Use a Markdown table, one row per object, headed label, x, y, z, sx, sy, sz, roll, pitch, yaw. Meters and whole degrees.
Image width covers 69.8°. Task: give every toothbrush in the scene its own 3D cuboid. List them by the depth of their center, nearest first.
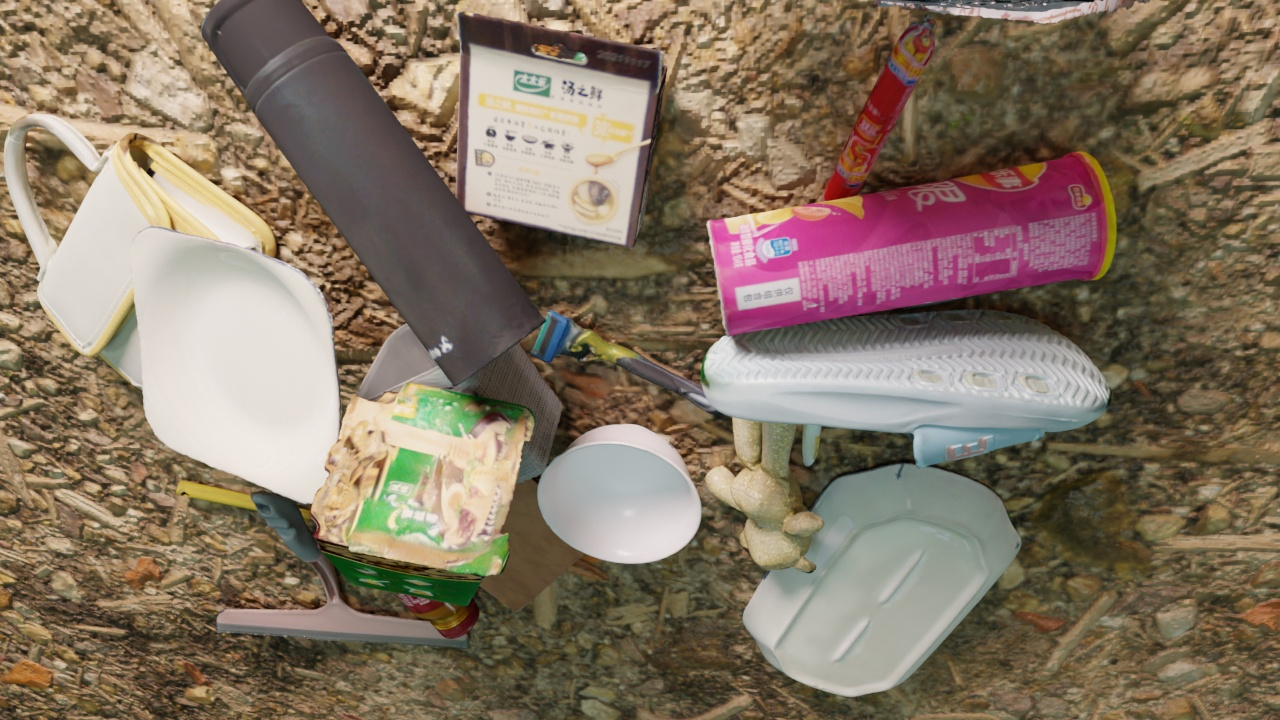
| label | x | y | z | sx | sy | sz | roll | pitch | yaw |
| --- | --- | --- | --- | --- | --- | --- | --- | --- | --- |
| toothbrush | 0.120 | -0.001 | 0.620 | 0.018 | 0.016 | 0.192 | -5 | 126 | -8 |
| toothbrush | -0.308 | 0.133 | 0.793 | 0.190 | 0.016 | 0.016 | 13 | 127 | 1 |

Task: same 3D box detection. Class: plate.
| label | x | y | z | sx | sy | sz | roll | pitch | yaw |
| --- | --- | --- | --- | --- | --- | --- | --- | --- | --- |
| plate | -0.251 | 0.000 | 0.586 | 0.164 | 0.034 | 0.164 | 17 | 117 | 18 |
| plate | 0.187 | 0.190 | 0.734 | 0.162 | 0.034 | 0.266 | 21 | 126 | -5 |

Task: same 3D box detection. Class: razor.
| label | x | y | z | sx | sy | sz | roll | pitch | yaw |
| --- | --- | --- | --- | --- | --- | --- | --- | --- | --- |
| razor | -0.004 | 0.004 | 0.643 | 0.142 | 0.022 | 0.043 | 23 | 131 | -4 |

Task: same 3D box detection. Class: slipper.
| label | x | y | z | sx | sy | sz | roll | pitch | yaw |
| --- | --- | --- | --- | --- | --- | --- | --- | --- | --- |
| slipper | 0.159 | 0.022 | 0.553 | 0.245 | 0.103 | 0.074 | 0 | 119 | 0 |

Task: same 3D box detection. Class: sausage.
| label | x | y | z | sx | sy | sz | roll | pitch | yaw |
| --- | --- | --- | --- | --- | --- | --- | --- | --- | --- |
| sausage | 0.125 | -0.124 | 0.496 | 0.020 | 0.020 | 0.156 | 14 | 152 | 0 |

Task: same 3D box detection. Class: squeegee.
| label | x | y | z | sx | sy | sz | roll | pitch | yaw |
| --- | --- | --- | --- | --- | --- | --- | --- | --- | --- |
| squeegee | -0.284 | 0.172 | 0.791 | 0.248 | 0.040 | 0.250 | 3 | 140 | 4 |

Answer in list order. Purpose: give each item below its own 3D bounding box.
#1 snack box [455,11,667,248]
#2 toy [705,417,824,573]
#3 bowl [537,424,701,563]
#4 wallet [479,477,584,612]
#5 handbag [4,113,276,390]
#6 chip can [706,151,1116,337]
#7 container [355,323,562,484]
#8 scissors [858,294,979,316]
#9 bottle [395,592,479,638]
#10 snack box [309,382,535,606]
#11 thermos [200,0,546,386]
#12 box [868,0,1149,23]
| label | x | y | z | sx | sy | sz | roll | pitch | yaw |
| --- | --- | --- | --- | --- | --- | --- | --- | --- | --- |
| snack box | -0.047 | -0.136 | 0.532 | 0.113 | 0.053 | 0.126 | 12 | 126 | 2 |
| toy | 0.095 | 0.087 | 0.667 | 0.105 | 0.066 | 0.157 | 18 | 130 | 39 |
| bowl | -0.011 | 0.086 | 0.677 | 0.118 | 0.064 | 0.118 | 5 | 125 | 7 |
| wallet | -0.106 | 0.141 | 0.742 | 0.101 | 0.020 | 0.115 | -41 | 114 | 8 |
| handbag | -0.365 | -0.078 | 0.631 | 0.178 | 0.063 | 0.164 | 40 | 121 | -14 |
| chip can | 0.146 | -0.064 | 0.521 | 0.211 | 0.071 | 0.071 | -9 | 123 | 7 |
| container | -0.121 | 0.030 | 0.643 | 0.090 | 0.090 | 0.114 | -23 | 121 | 24 |
| scissors | 0.147 | -0.033 | 0.583 | 0.159 | 0.014 | 0.176 | 17 | 121 | -15 |
| bottle | -0.191 | 0.163 | 0.768 | 0.057 | 0.057 | 0.175 | -14 | 122 | 19 |
| snack box | -0.134 | 0.094 | 0.580 | 0.117 | 0.118 | 0.106 | 12 | 143 | -3 |
| thermos | -0.156 | -0.100 | 0.544 | 0.242 | 0.068 | 0.090 | 55 | 158 | -6 |
| box | 0.122 | -0.250 | 0.378 | 0.183 | 0.156 | 0.193 | 6 | 109 | 2 |
